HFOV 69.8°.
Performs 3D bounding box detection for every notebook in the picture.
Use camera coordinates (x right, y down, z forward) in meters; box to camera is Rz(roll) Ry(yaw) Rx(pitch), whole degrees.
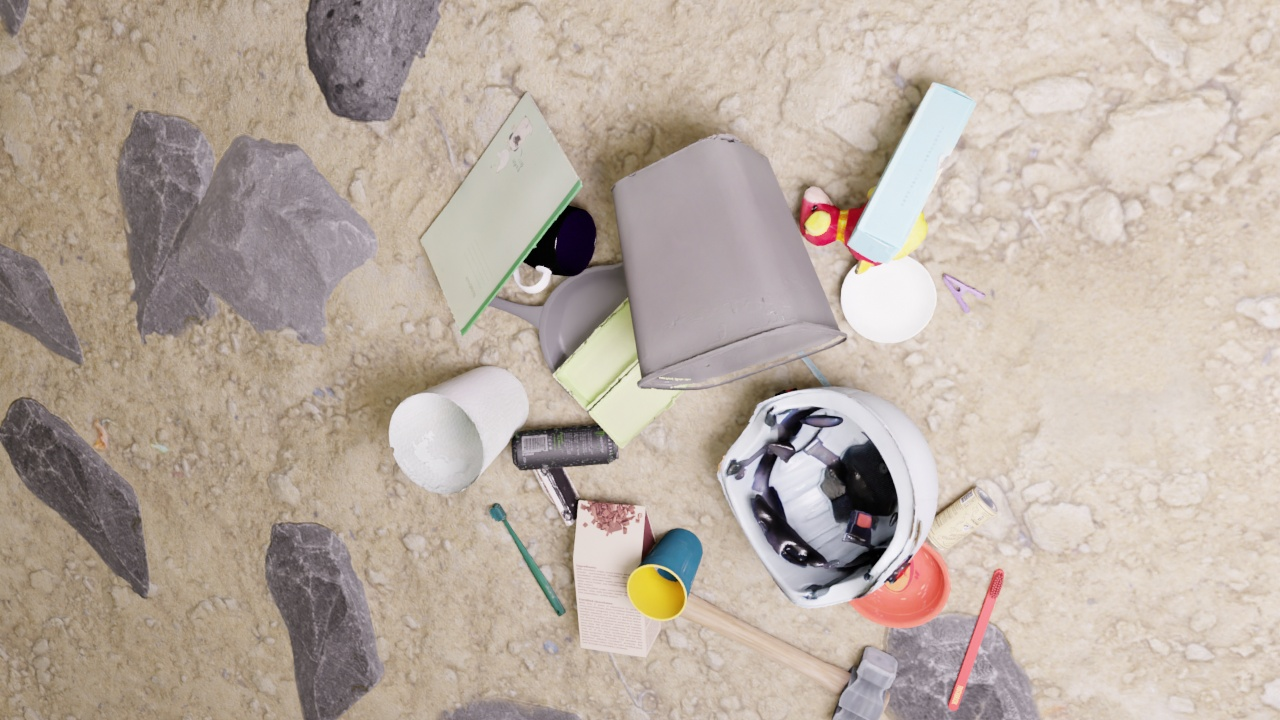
[{"bbox_3d":[-0.177,-0.177,1.122,0.253,0.010,0.181,-47,53,25],"label":"notebook"}]

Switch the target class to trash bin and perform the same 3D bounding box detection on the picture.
[{"bbox_3d":[0.083,-0.100,0.993,0.198,0.197,0.220,-21,78,28],"label":"trash bin"},{"bbox_3d":[-0.226,0.080,1.195,0.133,0.161,0.133,6,109,17],"label":"trash bin"}]

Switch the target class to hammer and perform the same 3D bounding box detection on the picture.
[{"bbox_3d":[0.172,0.380,1.219,0.323,0.051,0.117,24,113,14],"label":"hammer"}]

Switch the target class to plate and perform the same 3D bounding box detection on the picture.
[{"bbox_3d":[0.282,-0.073,1.042,0.104,0.026,0.104,6,108,17],"label":"plate"}]

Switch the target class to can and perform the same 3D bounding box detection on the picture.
[{"bbox_3d":[-0.099,0.114,1.202,0.137,0.054,0.054,-4,106,0],"label":"can"},{"bbox_3d":[0.379,0.188,1.086,0.038,0.038,0.080,45,115,1],"label":"can"}]

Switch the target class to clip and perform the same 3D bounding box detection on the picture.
[{"bbox_3d":[0.357,-0.073,1.024,0.050,0.014,0.046,15,114,11],"label":"clip"}]

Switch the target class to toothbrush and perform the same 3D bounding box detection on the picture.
[{"bbox_3d":[-0.163,0.288,1.320,0.016,0.017,0.190,-28,96,25],"label":"toothbrush"},{"bbox_3d":[0.416,0.352,1.138,0.012,0.017,0.213,15,111,14],"label":"toothbrush"}]

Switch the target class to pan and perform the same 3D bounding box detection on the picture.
[{"bbox_3d":[-0.093,-0.046,1.182,0.355,0.024,0.217,19,112,12],"label":"pan"}]

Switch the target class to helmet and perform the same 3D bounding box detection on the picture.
[{"bbox_3d":[0.234,0.139,1.039,0.236,0.163,0.265,56,135,22],"label":"helmet"}]

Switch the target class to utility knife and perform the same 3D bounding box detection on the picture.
[{"bbox_3d":[0.246,0.055,1.104,0.177,0.015,0.022,51,139,0],"label":"utility knife"}]

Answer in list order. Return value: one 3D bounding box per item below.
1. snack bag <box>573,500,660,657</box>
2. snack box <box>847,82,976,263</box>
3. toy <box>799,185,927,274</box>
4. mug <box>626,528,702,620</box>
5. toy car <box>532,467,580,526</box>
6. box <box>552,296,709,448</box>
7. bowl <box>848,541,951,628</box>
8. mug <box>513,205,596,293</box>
[{"bbox_3d":[-0.032,0.288,1.245,0.094,0.069,0.206,2,108,19],"label":"snack bag"},{"bbox_3d":[0.277,-0.190,0.943,0.053,0.075,0.174,28,87,6],"label":"snack box"},{"bbox_3d":[0.244,-0.145,1.008,0.137,0.067,0.105,4,77,13],"label":"toy"},{"bbox_3d":[0.038,0.270,1.187,0.078,0.121,0.078,6,109,17],"label":"mug"},{"bbox_3d":[-0.117,0.171,1.257,0.039,0.039,0.113,-17,102,44],"label":"toy car"},{"bbox_3d":[-0.007,0.007,1.141,0.137,0.024,0.188,47,115,6],"label":"box"},{"bbox_3d":[0.314,0.261,1.129,0.131,0.045,0.131,6,109,17],"label":"bowl"},{"bbox_3d":[-0.125,-0.138,1.121,0.100,0.085,0.118,16,71,30],"label":"mug"}]
